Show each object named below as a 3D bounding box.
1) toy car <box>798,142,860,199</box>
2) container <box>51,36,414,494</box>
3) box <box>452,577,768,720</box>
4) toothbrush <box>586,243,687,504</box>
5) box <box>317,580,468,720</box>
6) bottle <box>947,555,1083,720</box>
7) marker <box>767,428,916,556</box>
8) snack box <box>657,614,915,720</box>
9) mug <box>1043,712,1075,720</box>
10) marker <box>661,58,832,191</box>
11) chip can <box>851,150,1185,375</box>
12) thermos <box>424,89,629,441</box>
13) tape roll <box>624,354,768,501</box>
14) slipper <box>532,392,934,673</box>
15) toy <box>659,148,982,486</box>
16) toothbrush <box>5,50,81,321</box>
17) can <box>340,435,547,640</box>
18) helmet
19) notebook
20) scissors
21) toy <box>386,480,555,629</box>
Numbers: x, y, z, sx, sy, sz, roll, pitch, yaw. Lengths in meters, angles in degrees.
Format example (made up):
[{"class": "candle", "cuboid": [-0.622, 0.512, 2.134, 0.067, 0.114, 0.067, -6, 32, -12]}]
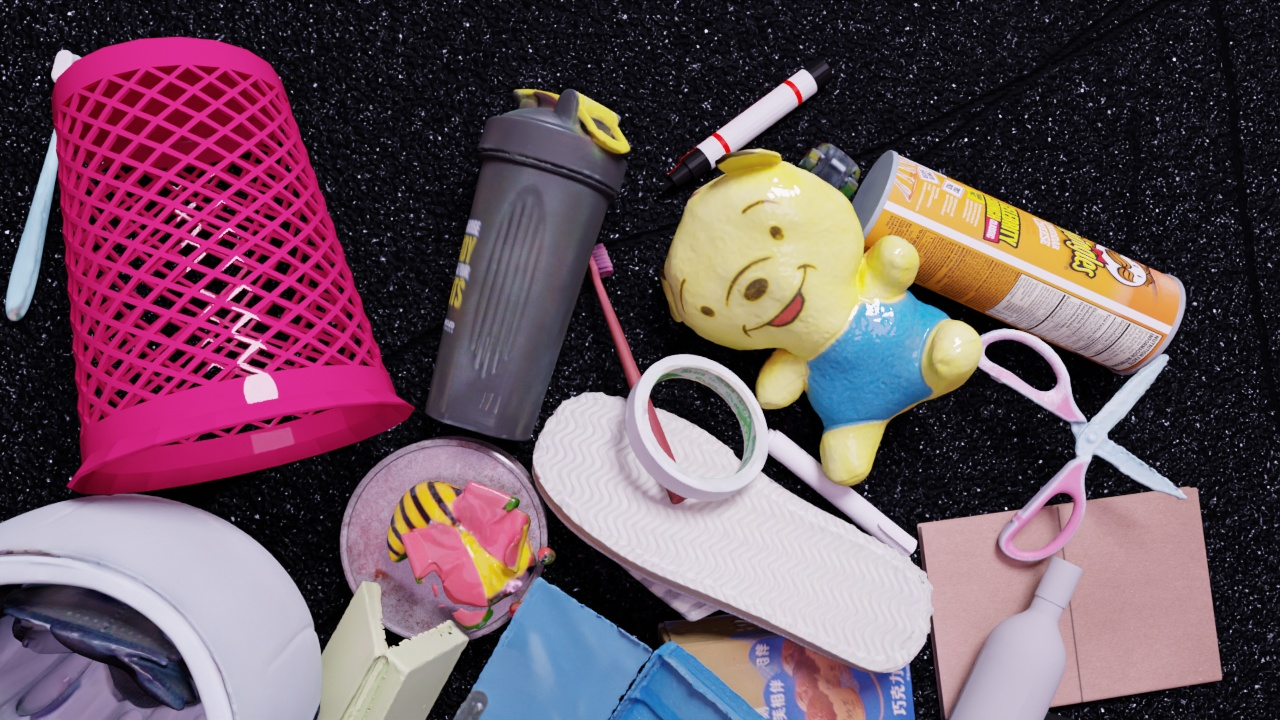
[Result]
[{"class": "toy car", "cuboid": [0.111, -0.107, 0.635, 0.042, 0.036, 0.091, 36, 97, -5]}, {"class": "container", "cuboid": [-0.253, -0.056, 0.543, 0.183, 0.183, 0.225, -15, 82, -6]}, {"class": "box", "cuboid": [-0.041, 0.267, 0.576, 0.177, 0.047, 0.232, 35, 106, 13]}, {"class": "toothbrush", "cuboid": [-0.004, 0.004, 0.601, 0.016, 0.016, 0.189, -15, 68, -14]}, {"class": "box", "cuboid": [-0.180, 0.237, 0.559, 0.090, 0.077, 0.188, 31, 103, -2]}, {"class": "bottle", "cuboid": [0.248, 0.225, 0.620, 0.052, 0.052, 0.195, 27, 87, -4]}, {"class": "marker", "cuboid": [0.138, 0.092, 0.640, 0.133, 0.020, 0.017, 39, 81, -3]}, {"class": "snack box", "cuboid": [0.100, 0.273, 0.607, 0.155, 0.069, 0.202, -5, 89, -4]}, {"class": "mug", "cuboid": [0.309, 0.300, 0.629, 0.113, 0.078, 0.088, 18, 86, -32]}, {"class": "marker", "cuboid": [0.072, -0.162, 0.643, 0.145, 0.019, 0.019, -37, 92, -5]}, {"class": "chip can", "cuboid": [0.251, -0.066, 0.628, 0.215, 0.075, 0.075, 23, 86, -4]}, {"class": "thermos", "cuboid": [-0.074, -0.062, 0.592, 0.098, 0.098, 0.221, 16, 91, -5]}, {"class": "tape roll", "cuboid": [0.036, 0.041, 0.576, 0.093, 0.018, 0.093, 12, 57, -20]}, {"class": "slipper", "cuboid": [0.055, 0.111, 0.592, 0.273, 0.054, 0.114, 28, 57, 11]}, {"class": "toy", "cuboid": [0.108, -0.035, 0.598, 0.214, 0.083, 0.149, 40, 119, -5]}, {"class": "toothbrush", "cuboid": [-0.392, -0.114, 0.602, 0.016, 0.016, 0.180, 11, 88, -5]}, {"class": "can", "cuboid": [-0.126, 0.116, 0.603, 0.130, 0.044, 0.130, 0, 88, -5]}, {"class": "helmet", "cuboid": [-0.297, 0.194, 0.525, 0.236, 0.163, 0.264, 31, 108, -1]}, {"class": "notebook", "cuboid": [0.309, 0.175, 0.659, 0.209, 0.008, 0.141, -7, 89, -5]}, {"class": "scissors", "cuboid": [0.284, 0.055, 0.622, 0.172, 0.013, 0.171, 37, 109, 5]}, {"class": "toy", "cuboid": [-0.106, 0.114, 0.562, 0.103, 0.046, 0.084, 28, 99, 1]}]
